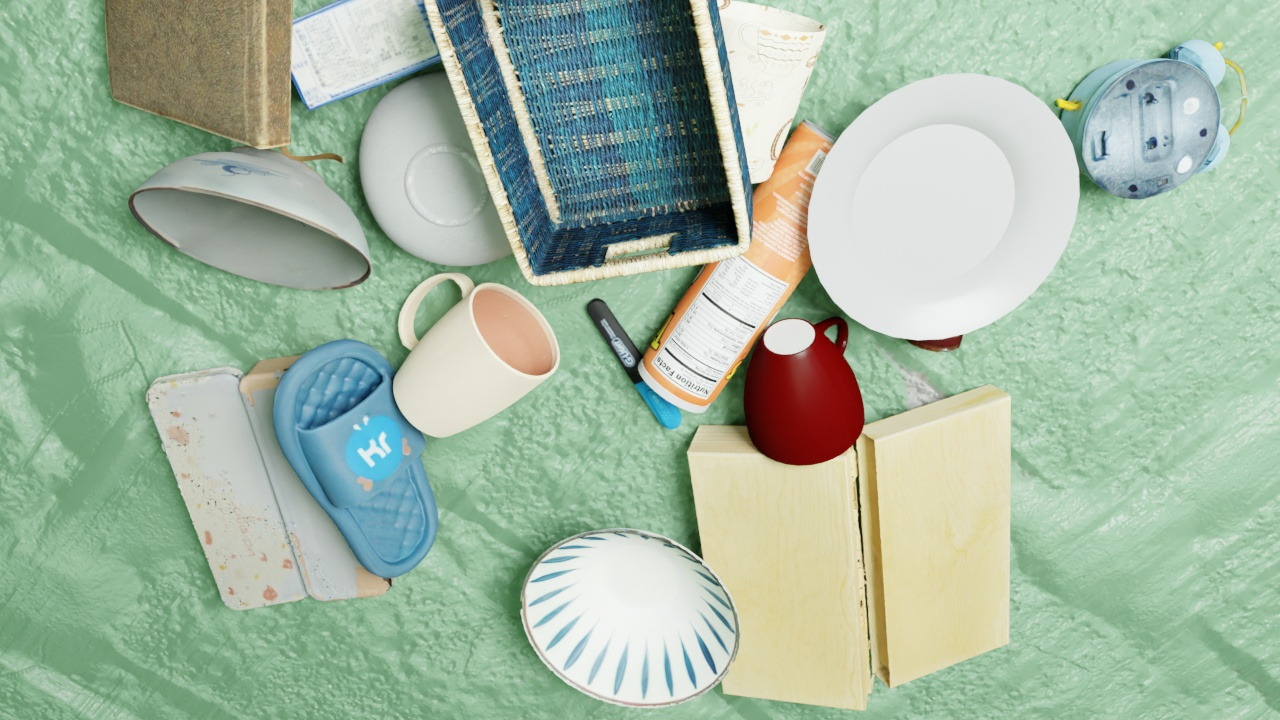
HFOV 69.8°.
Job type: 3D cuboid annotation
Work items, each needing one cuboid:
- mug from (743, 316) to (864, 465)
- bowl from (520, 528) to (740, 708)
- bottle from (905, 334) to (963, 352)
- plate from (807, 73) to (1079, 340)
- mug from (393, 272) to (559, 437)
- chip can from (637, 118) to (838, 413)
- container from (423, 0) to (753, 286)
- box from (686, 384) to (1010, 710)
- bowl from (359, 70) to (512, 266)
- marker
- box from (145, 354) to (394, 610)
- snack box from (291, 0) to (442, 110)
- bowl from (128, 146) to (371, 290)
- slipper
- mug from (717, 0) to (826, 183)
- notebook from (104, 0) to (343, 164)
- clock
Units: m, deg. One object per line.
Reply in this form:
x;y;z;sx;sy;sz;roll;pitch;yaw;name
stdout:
0.120;0.005;0.664;0.087;0.113;0.088;19;145;35;mug
-0.004;0.194;0.754;0.177;0.070;0.177;5;115;9;bowl
0.218;-0.087;0.641;0.056;0.056;0.162;2;115;-1;bottle
0.192;-0.096;0.593;0.173;0.019;0.173;-1;115;-2;plate
-0.132;-0.007;0.669;0.105;0.085;0.111;-37;82;26;mug
0.079;-0.062;0.648;0.062;0.062;0.211;29;111;-13;chip can
-0.020;-0.146;0.525;0.145;0.071;0.187;-7;125;15;container
0.178;0.159;0.747;0.261;0.096;0.248;-11;115;-2;box
-0.125;-0.125;0.618;0.132;0.064;0.132;0;114;0;bowl
-0.004;0.004;0.704;0.018;0.015;0.123;-29;110;13;marker
-0.290;0.102;0.738;0.148;0.042;0.216;-4;115;6;box
-0.111;-0.220;0.567;0.227;0.059;0.059;-16;113;13;snack box
-0.251;-0.101;0.612;0.150;0.151;0.056;10;73;-5;bowl
-0.198;0.077;0.692;0.059;0.103;0.214;11;131;33;slipper
0.047;-0.175;0.587;0.122;0.080;0.097;19;121;13;mug
-0.246;-0.237;0.538;0.190;0.034;0.216;22;116;22;notebook
0.343;-0.160;0.612;0.124;0.051;0.089;-15;112;6;clock
